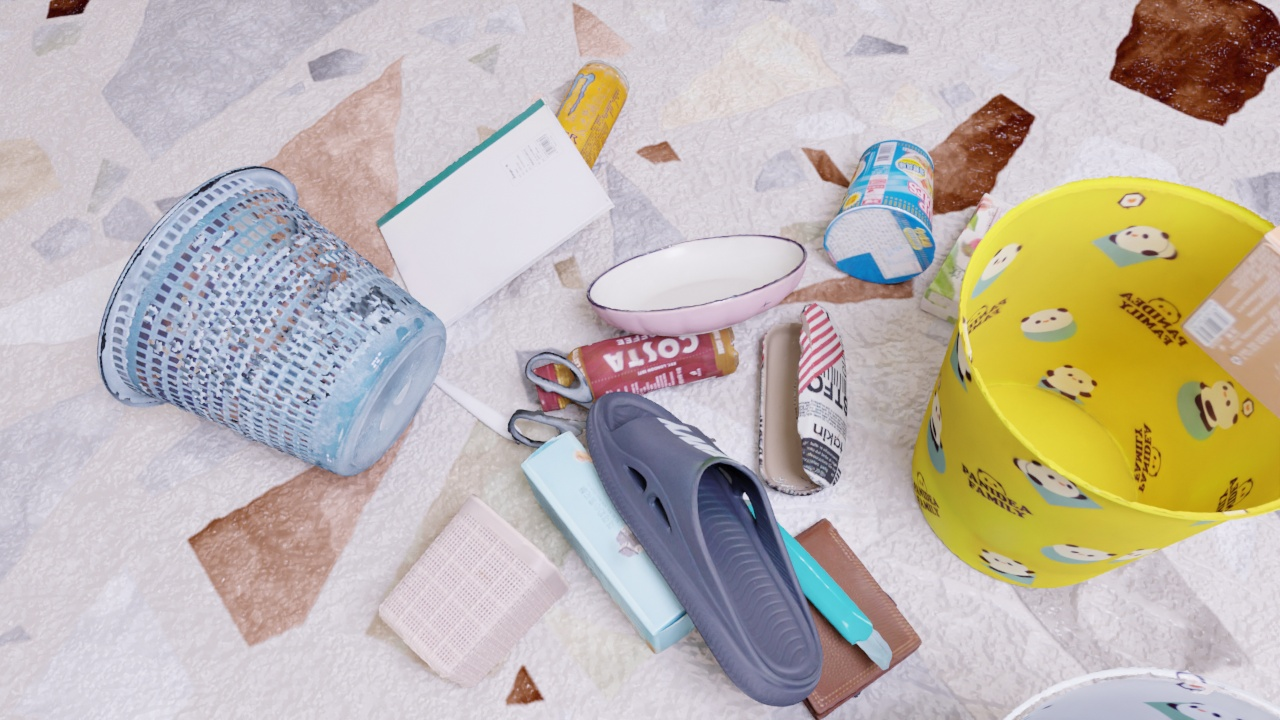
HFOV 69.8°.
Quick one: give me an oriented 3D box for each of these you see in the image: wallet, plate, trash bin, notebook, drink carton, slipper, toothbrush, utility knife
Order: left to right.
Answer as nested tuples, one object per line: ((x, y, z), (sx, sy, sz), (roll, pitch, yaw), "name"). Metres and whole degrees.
((-0.279, -0.013, 0.755), (0.195, 0.227, 0.226), (30, 67, 4), "trash bin")
((-0.176, 0.021, 0.824), (0.180, 0.016, 0.016), (33, 74, 18), "toothbrush")
((-0.144, -0.139, 0.872), (0.209, 0.012, 0.150), (-35, 64, 7), "notebook")
((0.050, -0.062, 0.797), (0.192, 0.039, 0.192), (-11, 22, 4), "plate")
((0.059, 0.113, 0.668), (0.110, 0.083, 0.268), (2, 46, -44), "slipper")
((0.126, 0.164, 0.695), (0.029, 0.013, 0.174), (-31, 53, -19), "utility knife")
((0.141, 0.195, 0.707), (0.101, 0.032, 0.124), (-29, 65, -15), "wallet")
((0.308, -0.091, 0.838), (0.053, 0.045, 0.122), (30, 68, 16), "drink carton")
((0.310, 0.041, 0.649), (0.229, 0.256, 0.229), (-1, 62, 2), "trash bin")
((0.254, 0.310, 0.513), (0.229, 0.252, 0.229), (-1, 63, 2), "trash bin")

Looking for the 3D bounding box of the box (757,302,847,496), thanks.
((0.134, 0.036, 0.781), (0.086, 0.076, 0.162), (-21, 54, 38), "box")

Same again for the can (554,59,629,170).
((-0.062, -0.233, 0.928), (0.058, 0.058, 0.145), (17, 64, 12), "can")

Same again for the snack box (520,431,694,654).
((-0.022, 0.142, 0.719), (0.051, 0.074, 0.175), (-36, 66, -16), "snack box")

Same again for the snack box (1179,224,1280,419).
((0.370, -0.036, 0.488), (0.094, 0.093, 0.077), (-31, 65, -12), "snack box")

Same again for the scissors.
((-0.027, 0.049, 0.767), (0.165, 0.014, 0.163), (-21, 105, 10), "scissors")

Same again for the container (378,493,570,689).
((-0.127, 0.179, 0.699), (0.090, 0.090, 0.110), (36, 72, 20), "container")

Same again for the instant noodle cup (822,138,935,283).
((0.228, -0.144, 0.849), (0.099, 0.099, 0.109), (14, 57, 10), "instant noodle cup")

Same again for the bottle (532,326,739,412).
((-0.005, 0.005, 0.799), (0.175, 0.057, 0.057), (-15, 62, -5), "bottle")
